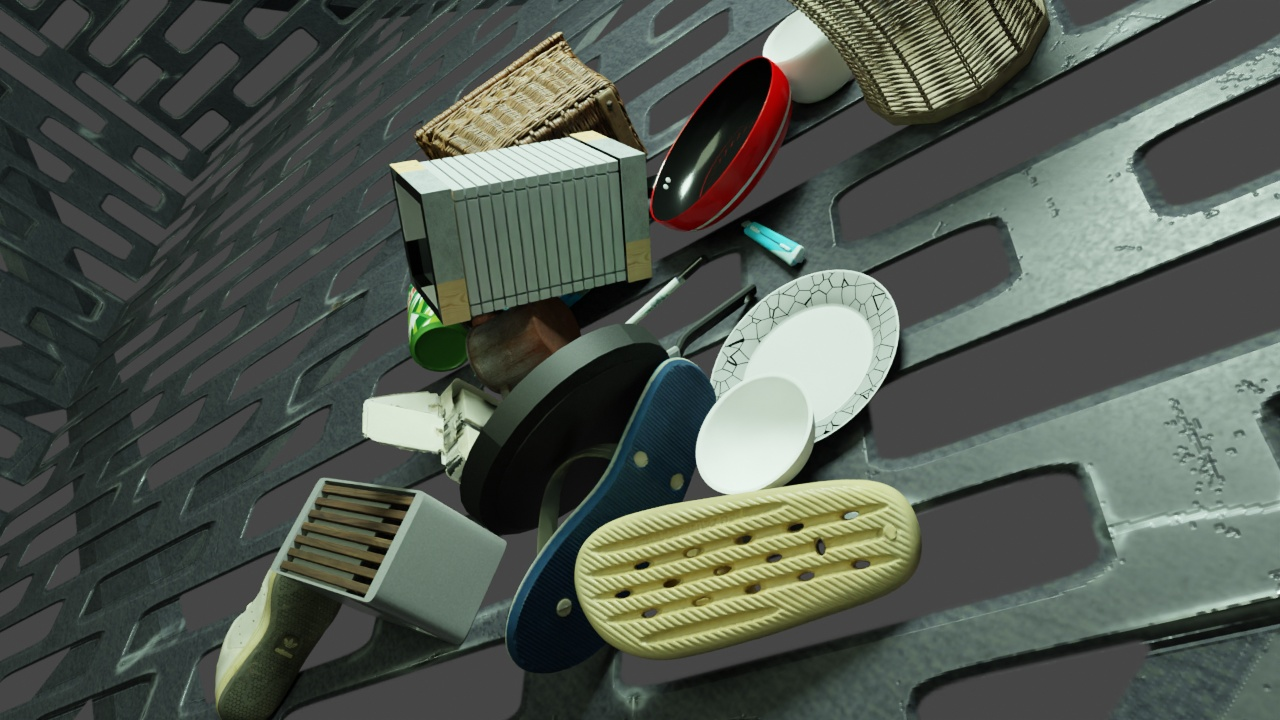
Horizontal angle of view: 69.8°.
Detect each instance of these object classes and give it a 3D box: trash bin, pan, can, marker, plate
[{"bbox_3d":[-0.273,0.209,0.982,0.229,0.114,0.114,-2,56,46],"label":"trash bin"},{"bbox_3d":[0.047,-0.217,1.070,0.357,0.067,0.208,-25,41,55],"label":"pan"},{"bbox_3d":[-0.274,-0.058,1.250,0.083,0.083,0.144,-39,37,15],"label":"can"},{"bbox_3d":[0.016,-0.064,1.012,0.152,0.011,0.011,-41,37,12],"label":"marker"},{"bbox_3d":[-0.010,0.030,0.837,0.355,0.226,0.034,-36,62,-24],"label":"pan"},{"bbox_3d":[-0.131,-0.156,1.031,0.246,0.143,0.142,-15,29,-22],"label":"trash bin"},{"bbox_3d":[0.144,0.002,0.812,0.189,0.016,0.188,-28,41,27],"label":"plate"}]

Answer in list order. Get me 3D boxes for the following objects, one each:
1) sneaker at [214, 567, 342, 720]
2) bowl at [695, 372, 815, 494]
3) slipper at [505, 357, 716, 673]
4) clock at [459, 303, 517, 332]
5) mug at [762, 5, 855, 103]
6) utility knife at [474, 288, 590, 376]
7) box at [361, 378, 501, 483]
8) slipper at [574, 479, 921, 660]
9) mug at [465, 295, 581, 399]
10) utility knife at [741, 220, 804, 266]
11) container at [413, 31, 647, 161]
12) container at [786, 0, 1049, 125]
[{"bbox_3d":[-0.431,0.307,1.098,0.102,0.089,0.241,5,66,58],"label":"sneaker"},{"bbox_3d":[0.101,0.067,0.746,0.110,0.040,0.109,-28,42,28],"label":"bowl"},{"bbox_3d":[-0.025,0.129,0.791,0.060,0.118,0.294,5,61,54],"label":"slipper"},{"bbox_3d":[-0.205,-0.090,1.170,0.073,0.121,0.157,-20,35,28],"label":"clock"},{"bbox_3d":[0.183,-0.338,1.032,0.116,0.068,0.094,-20,45,35],"label":"mug"},{"bbox_3d":[-0.139,-0.039,1.150,0.196,0.015,0.031,-38,33,18],"label":"utility knife"},{"bbox_3d":[-0.206,0.079,0.983,0.145,0.185,0.066,-108,38,-54],"label":"box"},{"bbox_3d":[0.081,0.157,0.692,0.262,0.079,0.111,-16,69,17],"label":"slipper"},{"bbox_3d":[-0.132,-0.007,1.057,0.110,0.096,0.122,-29,60,32],"label":"mug"},{"bbox_3d":[0.132,-0.122,0.938,0.022,0.015,0.117,-49,33,2],"label":"utility knife"},{"bbox_3d":[-0.128,-0.281,1.203,0.249,0.162,0.183,-39,40,-10],"label":"container"},{"bbox_3d":[0.255,-0.361,0.867,0.227,0.196,0.226,-28,41,27],"label":"container"}]
